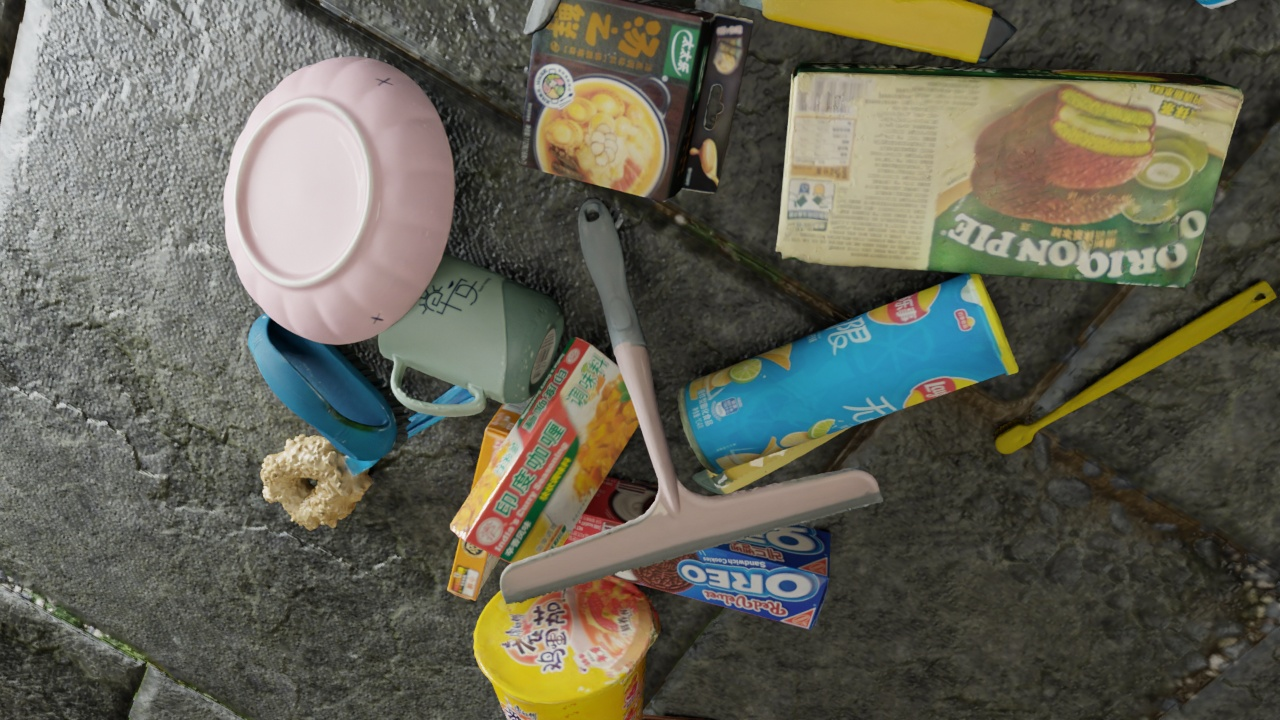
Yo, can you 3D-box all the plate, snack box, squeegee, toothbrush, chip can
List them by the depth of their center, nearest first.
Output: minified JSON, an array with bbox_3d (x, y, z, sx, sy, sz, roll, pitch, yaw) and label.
[{"bbox_3d":[0.206,-0.114,0.547,0.240,0.063,0.115,4,115,9],"label":"snack box"},{"bbox_3d":[-0.005,-0.167,0.577,0.126,0.053,0.113,15,116,10],"label":"snack box"},{"bbox_3d":[-0.003,0.003,0.589,0.248,0.040,0.249,-17,76,6],"label":"squeegee"},{"bbox_3d":[-0.209,-0.107,0.601,0.193,0.039,0.192,0,89,26],"label":"plate"},{"bbox_3d":[0.319,0.007,0.605,0.190,0.016,0.015,-37,101,22],"label":"toothbrush"},{"bbox_3d":[0.132,0.011,0.609,0.211,0.071,0.071,-22,108,21],"label":"chip can"},{"bbox_3d":[-0.059,0.068,0.642,0.077,0.027,0.155,39,81,-40],"label":"snack box"},{"bbox_3d":[0.040,0.142,0.699,0.207,0.058,0.057,14,118,5],"label":"snack box"},{"bbox_3d":[-0.110,0.102,0.701,0.026,0.075,0.154,19,116,3],"label":"snack box"}]

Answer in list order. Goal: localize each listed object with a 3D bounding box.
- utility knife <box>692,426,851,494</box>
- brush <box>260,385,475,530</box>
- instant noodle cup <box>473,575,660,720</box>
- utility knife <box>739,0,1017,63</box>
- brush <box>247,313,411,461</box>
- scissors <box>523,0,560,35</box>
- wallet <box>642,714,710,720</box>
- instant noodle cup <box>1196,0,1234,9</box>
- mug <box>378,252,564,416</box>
[{"bbox_3d":[0.129,0.044,0.663,0.213,0.022,0.031,-35,103,18],"label":"utility knife"},{"bbox_3d":[-0.198,0.060,0.725,0.255,0.045,0.083,-29,101,18],"label":"brush"},{"bbox_3d":[-0.055,0.249,0.729,0.138,0.137,0.110,1,122,11],"label":"instant noodle cup"},{"bbox_3d":[0.135,-0.208,0.546,0.170,0.015,0.033,14,110,6],"label":"utility knife"},{"bbox_3d":[-0.236,0.018,0.674,0.144,0.073,0.055,43,103,9],"label":"brush"},{"bbox_3d":[-0.021,-0.276,0.522,0.170,0.019,0.181,-12,94,12],"label":"scissors"},{"bbox_3d":[0.016,0.374,0.823,0.108,0.031,0.132,4,113,8],"label":"wallet"},{"bbox_3d":[0.280,-0.242,0.464,0.110,0.099,0.099,34,116,-13],"label":"instant noodle cup"},{"bbox_3d":[-0.119,-0.010,0.632,0.106,0.111,0.082,22,156,5],"label":"mug"}]
